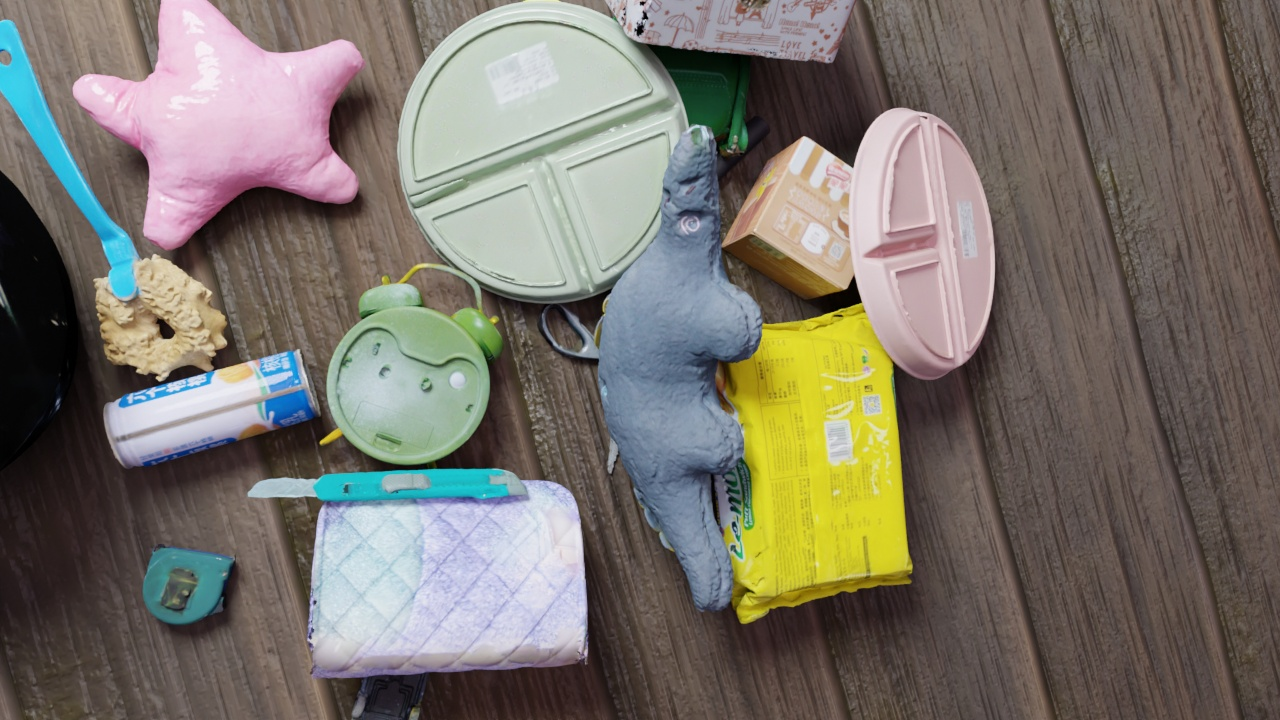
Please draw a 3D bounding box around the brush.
[{"bbox_3d":[-0.364,-0.096,0.616,0.083,0.045,0.255,-18,116,0],"label":"brush"}]

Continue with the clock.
[{"bbox_3d":[-0.170,0.004,0.697,0.116,0.056,0.161,21,82,-13],"label":"clock"}]

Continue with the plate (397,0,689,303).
[{"bbox_3d":[-0.076,-0.156,0.701,0.230,0.027,0.230,1,102,3],"label":"plate"}]

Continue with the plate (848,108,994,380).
[{"bbox_3d":[0.244,-0.099,0.768,0.229,0.028,0.229,6,81,-46],"label":"plate"}]

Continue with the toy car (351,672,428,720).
[{"bbox_3d":[-0.182,0.232,0.691,0.049,0.031,0.105,18,72,-11],"label":"toy car"}]

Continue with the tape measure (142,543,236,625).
[{"bbox_3d":[-0.327,0.162,0.662,0.058,0.025,0.054,13,82,-13],"label":"tape measure"}]

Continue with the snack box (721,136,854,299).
[{"bbox_3d":[0.139,-0.117,0.774,0.092,0.077,0.094,30,80,-11],"label":"snack box"}]

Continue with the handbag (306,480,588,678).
[{"bbox_3d":[-0.138,0.160,0.672,0.193,0.076,0.134,2,56,-13],"label":"handbag"}]

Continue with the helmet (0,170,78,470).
[{"bbox_3d":[-0.470,-0.030,0.532,0.233,0.230,0.275,-44,136,-13],"label":"helmet"}]

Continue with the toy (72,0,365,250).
[{"bbox_3d":[-0.292,-0.186,0.664,0.194,0.075,0.178,-22,106,-19],"label":"toy"}]

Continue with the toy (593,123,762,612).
[{"bbox_3d":[0.025,0.006,0.691,0.091,0.138,0.356,-10,107,-33],"label":"toy"}]

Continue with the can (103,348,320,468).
[{"bbox_3d":[-0.305,0.035,0.660,0.134,0.053,0.053,-17,91,-15],"label":"can"}]

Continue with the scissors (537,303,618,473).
[{"bbox_3d":[-0.005,0.004,0.765,0.177,0.014,0.159,45,79,-11],"label":"scissors"}]

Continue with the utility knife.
[{"bbox_3d":[-0.177,0.090,0.657,0.193,0.029,0.013,0,130,-15],"label":"utility knife"}]

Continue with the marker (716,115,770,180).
[{"bbox_3d":[0.062,-0.160,0.786,0.022,0.020,0.132,44,77,3],"label":"marker"}]

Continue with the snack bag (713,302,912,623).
[{"bbox_3d":[0.140,0.077,0.745,0.158,0.068,0.246,-5,88,-16],"label":"snack bag"}]

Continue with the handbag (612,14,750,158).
[{"bbox_3d":[0.024,-0.221,0.746,0.131,0.068,0.120,-7,83,-24],"label":"handbag"}]

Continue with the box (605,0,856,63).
[{"bbox_3d":[0.046,-0.342,0.724,0.177,0.088,0.261,-2,45,-22],"label":"box"}]
